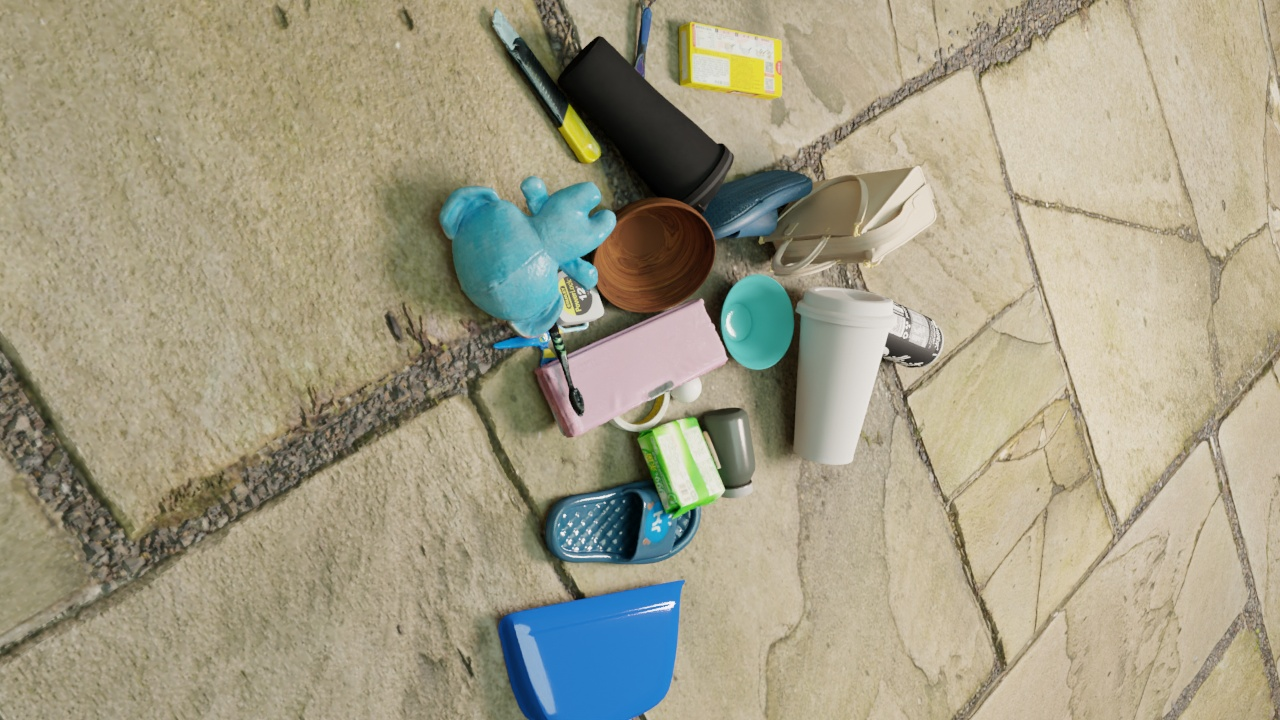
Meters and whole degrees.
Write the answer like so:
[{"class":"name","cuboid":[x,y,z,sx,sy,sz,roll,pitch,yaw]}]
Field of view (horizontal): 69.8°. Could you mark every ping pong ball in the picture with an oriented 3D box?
[{"class":"ping pong ball","cuboid":[0.056,0.033,1.145,0.040,0.040,0.040,-1,92,-33]}]

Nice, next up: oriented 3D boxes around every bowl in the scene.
[{"class":"bowl","cuboid":[0.008,-0.135,1.080,0.147,0.068,0.147,-9,130,-11]},{"class":"bowl","cuboid":[0.139,-0.050,1.193,0.121,0.046,0.121,-1,92,-33]}]

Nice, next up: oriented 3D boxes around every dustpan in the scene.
[{"class":"dustpan","cuboid":[-0.046,0.405,1.081,0.245,0.060,0.257,-2,83,-33]}]

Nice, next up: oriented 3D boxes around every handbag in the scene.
[{"class":"handbag","cuboid":[0.244,-0.160,1.167,0.197,0.195,0.101,-41,116,-30]}]

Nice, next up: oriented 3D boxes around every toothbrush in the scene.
[{"class":"toothbrush","cuboid":[-0.094,-0.027,1.021,0.014,0.017,0.188,-14,77,-23]}]

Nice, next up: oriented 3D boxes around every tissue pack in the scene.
[{"class":"tissue pack","cuboid":[0.052,0.127,1.120,0.099,0.034,0.114,-9,73,-48]}]

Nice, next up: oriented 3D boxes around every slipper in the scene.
[{"class":"slipper","cuboid":[-0.014,0.199,1.096,0.213,0.059,0.104,-1,95,-32]},{"class":"slipper","cuboid":[0.135,-0.193,1.164,0.213,0.104,0.059,-31,129,-36]}]

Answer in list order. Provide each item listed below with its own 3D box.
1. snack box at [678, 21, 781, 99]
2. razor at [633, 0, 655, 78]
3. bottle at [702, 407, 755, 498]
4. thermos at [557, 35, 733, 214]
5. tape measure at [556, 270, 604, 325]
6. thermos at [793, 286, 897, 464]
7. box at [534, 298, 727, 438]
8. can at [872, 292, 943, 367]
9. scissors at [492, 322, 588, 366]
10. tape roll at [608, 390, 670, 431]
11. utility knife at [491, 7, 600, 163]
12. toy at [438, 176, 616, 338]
[{"class":"snack box","cuboid":[0.118,-0.383,1.180,0.152,0.025,0.075,-2,93,-33]},{"class":"razor","cuboid":[0.004,-0.399,1.109,0.043,0.018,0.141,6,89,-34]},{"class":"bottle","cuboid":[0.115,0.118,1.175,0.060,0.060,0.108,-14,99,-32]},{"class":"thermos","cuboid":[0.006,-0.272,1.071,0.218,0.106,0.105,42,70,-22]},{"class":"tape measure","cuboid":[-0.077,-0.074,1.058,0.064,0.017,0.064,-16,85,-35]},{"class":"thermos","cuboid":[0.261,0.021,1.224,0.131,0.131,0.222,-3,107,-33]},{"class":"box","cuboid":[-0.007,0.006,1.083,0.232,0.041,0.098,-26,91,-27]},{"class":"can","cuboid":[0.361,-0.042,1.318,0.146,0.080,0.080,18,82,-32]},{"class":"scissors","cuboid":[-0.108,-0.029,1.052,0.125,0.016,0.125,-50,117,-25]},{"class":"tape roll","cuboid":[-0.007,0.039,1.117,0.093,0.019,0.094,-1,92,-33]},{"class":"utility knife","cuboid":[-0.108,-0.308,1.038,0.028,0.020,0.198,-47,116,-25]},{"class":"toy","cuboid":[-0.117,-0.127,0.987,0.180,0.115,0.183,-35,112,-5]}]
